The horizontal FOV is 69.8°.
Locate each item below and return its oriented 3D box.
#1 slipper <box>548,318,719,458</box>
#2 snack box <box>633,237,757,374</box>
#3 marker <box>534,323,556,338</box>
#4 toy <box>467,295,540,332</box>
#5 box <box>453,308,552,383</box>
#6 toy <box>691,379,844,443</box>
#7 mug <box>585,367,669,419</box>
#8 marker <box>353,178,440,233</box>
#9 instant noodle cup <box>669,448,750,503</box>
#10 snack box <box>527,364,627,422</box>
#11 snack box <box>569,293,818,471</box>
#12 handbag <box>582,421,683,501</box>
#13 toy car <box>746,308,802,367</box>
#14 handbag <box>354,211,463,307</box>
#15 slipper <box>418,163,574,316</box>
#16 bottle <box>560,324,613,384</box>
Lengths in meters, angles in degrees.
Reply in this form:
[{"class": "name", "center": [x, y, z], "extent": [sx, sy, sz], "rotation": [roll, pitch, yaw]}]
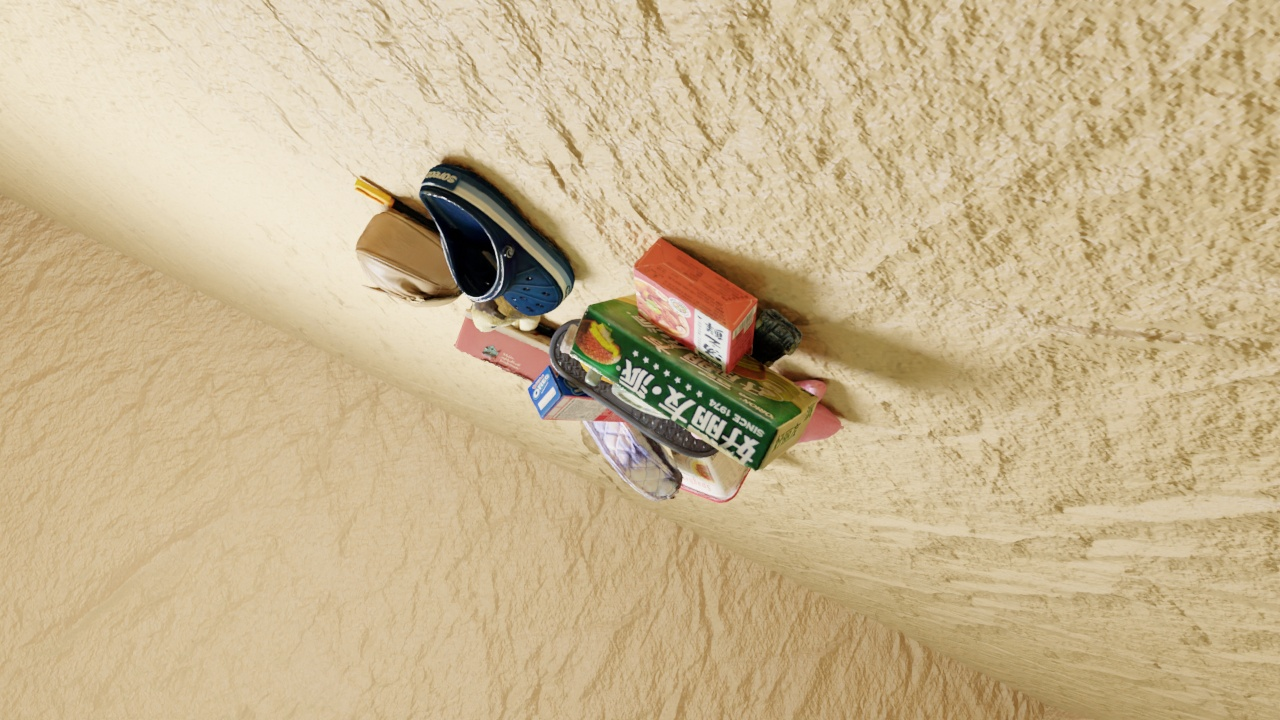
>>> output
[{"class": "slipper", "center": [0.005, 0.027, 1.228], "extent": [0.268, 0.111, 0.083], "rotation": [30, -169, -2]}, {"class": "snack box", "center": [0.053, -0.045, 0.886], "extent": [0.113, 0.044, 0.127], "rotation": [34, 163, 17]}, {"class": "marker", "center": [-0.131, -0.042, 1.356], "extent": [0.124, 0.015, 0.018], "rotation": [25, -156, 12]}, {"class": "toy", "center": [-0.187, -0.065, 1.265], "extent": [0.105, 0.066, 0.157], "rotation": [29, -176, 14]}, {"class": "box", "center": [-0.187, -0.012, 1.371], "extent": [0.168, 0.079, 0.091], "rotation": [24, -168, 13]}, {"class": "toy", "center": [0.164, 0.066, 1.095], "extent": [0.178, 0.074, 0.195], "rotation": [5, 157, -12]}, {"class": "mug", "center": [0.005, 0.000, 1.082], "extent": [0.124, 0.103, 0.084], "rotation": [19, 165, 24]}, {"class": "marker", "center": [-0.290, -0.183, 1.114], "extent": [0.123, 0.015, 0.018], "rotation": [28, 173, -20]}, {"class": "instant noodle cup", "center": [0.107, 0.144, 1.440], "extent": [0.116, 0.116, 0.124], "rotation": [18, 152, 31]}, {"class": "snack box", "center": [-0.061, 0.049, 1.289], "extent": [0.207, 0.058, 0.057], "rotation": [6, -132, -49]}, {"class": "snack box", "center": [0.055, 0.016, 0.950], "extent": [0.240, 0.063, 0.114], "rotation": [33, -155, 21]}, {"class": "handbag", "center": [-0.019, 0.121, 1.417], "extent": [0.134, 0.075, 0.194], "rotation": [45, -176, -46]}, {"class": "toy car", "center": [0.128, -0.024, 0.916], "extent": [0.049, 0.031, 0.106], "rotation": [41, 164, -1]}, {"class": "handbag", "center": [-0.294, -0.119, 1.177], "extent": [0.147, 0.099, 0.205], "rotation": [29, 174, -13]}, {"class": "slipper", "center": [-0.157, -0.110, 0.994], "extent": [0.105, 0.095, 0.253], "rotation": [21, 162, 30]}, {"class": "bottle", "center": [-0.007, 0.007, 1.150], "extent": [0.189, 0.068, 0.068], "rotation": [22, 166, 1]}]
